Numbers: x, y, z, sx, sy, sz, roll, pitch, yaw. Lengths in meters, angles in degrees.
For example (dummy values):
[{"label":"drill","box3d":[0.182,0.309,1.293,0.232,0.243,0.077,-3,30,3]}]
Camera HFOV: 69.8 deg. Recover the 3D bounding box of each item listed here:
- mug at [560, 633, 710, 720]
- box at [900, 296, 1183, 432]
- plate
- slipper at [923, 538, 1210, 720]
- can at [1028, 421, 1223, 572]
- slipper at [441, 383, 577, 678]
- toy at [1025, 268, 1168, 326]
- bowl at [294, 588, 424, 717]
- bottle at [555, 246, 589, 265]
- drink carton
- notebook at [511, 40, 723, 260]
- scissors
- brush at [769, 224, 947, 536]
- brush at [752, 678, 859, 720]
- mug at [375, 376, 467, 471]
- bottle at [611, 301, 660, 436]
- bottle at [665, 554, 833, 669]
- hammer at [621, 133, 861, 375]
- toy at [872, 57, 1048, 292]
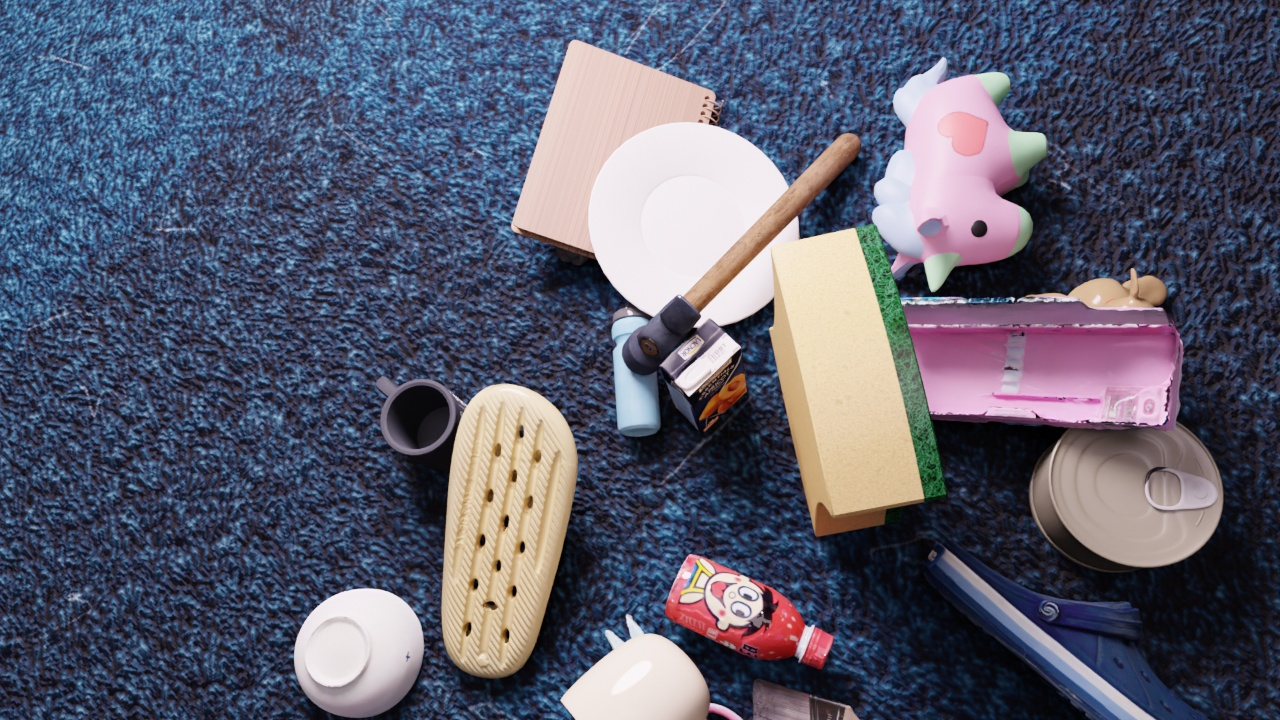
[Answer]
[{"label":"mug","box3d":[0.011,0.283,0.735,0.099,0.096,0.120,-39,63,-17]},{"label":"box","box3d":[0.294,0.001,0.737,0.231,0.105,0.086,2,78,42]},{"label":"plate","box3d":[0.052,-0.132,0.894,0.208,0.015,0.208,2,78,-9]},{"label":"slipper","box3d":[0.342,0.218,0.711,0.253,0.105,0.095,37,88,20]},{"label":"can","box3d":[0.394,0.109,0.756,0.128,0.073,0.127,-3,72,8]},{"label":"slipper","box3d":[-0.115,0.151,0.825,0.111,0.079,0.261,9,93,9]},{"label":"toy","box3d":[0.406,-0.030,0.786,0.134,0.108,0.106,-9,98,6]},{"label":"bowl","box3d":[-0.257,0.259,0.817,0.113,0.063,0.113,-3,71,8]},{"label":"bottle","box3d":[-0.056,-0.151,0.929,0.036,0.036,0.109,12,75,12]},{"label":"drink carton","box3d":[0.058,0.016,0.809,0.064,0.130,0.040,-44,71,-7]},{"label":"notebook","box3d":[-0.018,-0.199,0.916,0.169,0.022,0.210,18,75,-9]},{"label":"scissors","box3d":[0.012,0.305,0.786,0.105,0.016,0.179,-45,72,-6]},{"label":"brush","box3d":[0.159,0.029,0.724,0.075,0.250,0.195,-12,75,5]},{"label":"brush","box3d":[0.165,0.304,0.762,0.151,0.012,0.038,13,75,12]},{"label":"mug","box3d":[-0.208,0.052,0.867,0.105,0.077,0.071,38,81,18]},{"label":"bottle","box3d":[-0.005,0.005,0.870,0.040,0.040,0.130,-6,72,7]},{"label":"bottle","box3d":[0.093,0.217,0.775,0.137,0.062,0.062,21,77,15]},{"label":"hammer","box3d":[0.109,-0.114,0.846,0.040,0.130,0.321,45,65,0]},{"label":"toy","box3d":[0.282,-0.179,0.852,0.171,0.120,0.222,-18,71,-8]}]
